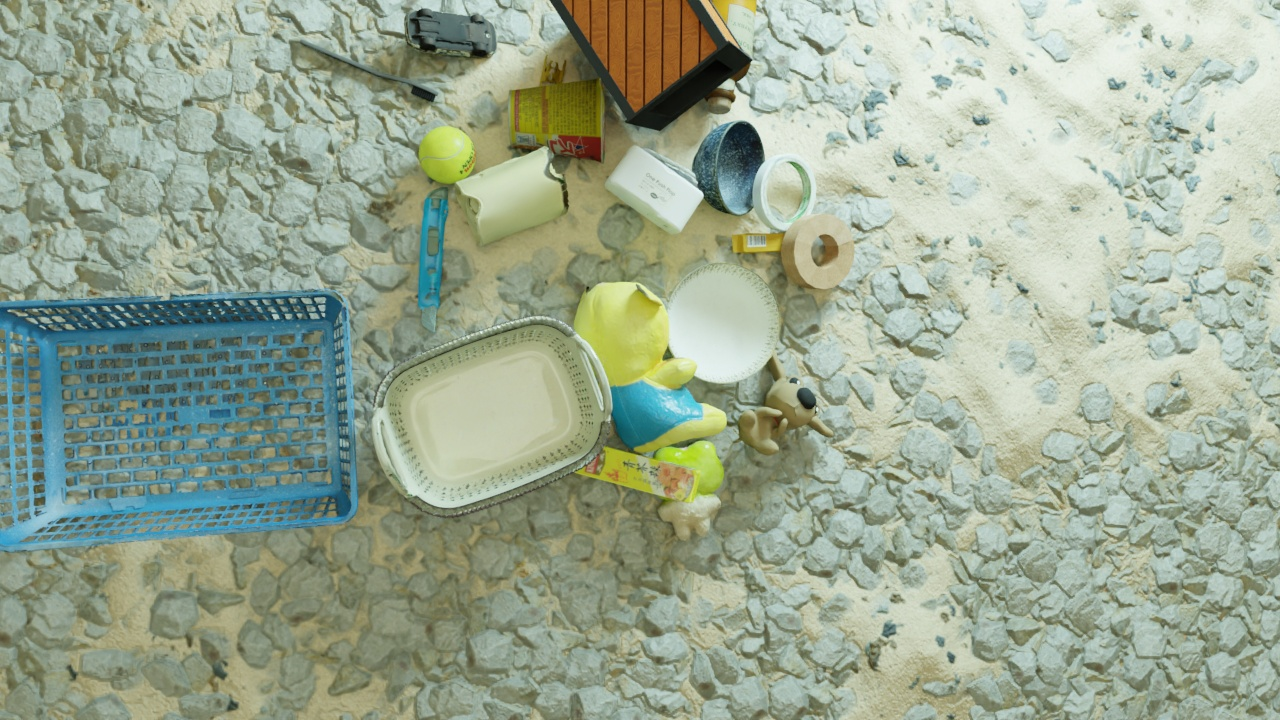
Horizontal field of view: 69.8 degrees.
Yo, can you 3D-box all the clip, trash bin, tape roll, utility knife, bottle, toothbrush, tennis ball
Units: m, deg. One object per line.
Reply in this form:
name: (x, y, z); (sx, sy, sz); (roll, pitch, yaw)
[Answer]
clip: (-0.109, -0.346, 1.111); (0.048, 0.046, 0.054); (10, 86, 34)
trash bin: (0.012, -0.380, 1.049); (0.140, 0.139, 0.172); (-33, 89, 20)
tape roll: (0.181, -0.210, 1.148); (0.093, 0.018, 0.094); (-7, 102, -33)
utility knife: (-0.246, -0.121, 1.089); (0.031, 0.015, 0.174); (2, 89, -6)
bottle: (0.104, -0.385, 1.135); (0.068, 0.068, 0.157); (6, 87, -10)
toothbrush: (-0.321, -0.344, 1.085); (0.167, 0.013, 0.013); (21, 92, -9)
tennis ball: (-0.226, -0.240, 1.071); (0.065, 0.065, 0.065); (0, 87, -10)
tape roll: (0.223, -0.137, 1.153); (0.093, 0.027, 0.094); (-3, 97, -26)

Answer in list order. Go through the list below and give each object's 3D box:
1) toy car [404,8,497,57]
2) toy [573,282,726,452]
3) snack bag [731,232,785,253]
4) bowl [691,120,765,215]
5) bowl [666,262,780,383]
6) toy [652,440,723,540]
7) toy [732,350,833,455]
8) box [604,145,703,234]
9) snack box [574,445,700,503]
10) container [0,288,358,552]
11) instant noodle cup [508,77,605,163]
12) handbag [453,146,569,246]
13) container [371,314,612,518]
toy car: (-0.226, -0.387, 1.093); (0.112, 0.041, 0.048); (-3, 88, -28)
toy: (-0.006, 0.006, 1.065); (0.083, 0.149, 0.214); (-28, 97, -53)
snack bag: (0.163, -0.149, 1.160); (0.099, 0.020, 0.026); (-4, 93, -11)
bowl: (0.100, -0.236, 1.126); (0.114, 0.061, 0.114); (-15, 110, -50)
bowl: (0.093, -0.043, 1.121); (0.145, 0.063, 0.145); (0, 88, -11)
toy: (0.058, 0.159, 1.117); (0.092, 0.043, 0.118); (-9, 91, -4)
toy: (0.168, 0.065, 1.119); (0.108, 0.106, 0.134); (-35, 90, -21)
box: (0.027, -0.217, 1.097); (0.107, 0.102, 0.095); (37, 93, -7)
snack box: (-0.005, 0.132, 1.088); (0.148, 0.029, 0.040); (14, 86, 13)
container: (-0.495, 0.060, 0.998); (0.362, 0.089, 0.257); (-3, 88, -11)
instant noodle cup: (-0.098, -0.284, 1.088); (0.112, 0.100, 0.100); (-1, 88, -1)
handbag: (-0.147, -0.192, 1.060); (0.119, 0.111, 0.081); (-23, 92, -11)
container: (-0.165, 0.062, 1.031); (0.251, 0.143, 0.184); (-21, 90, -10)
